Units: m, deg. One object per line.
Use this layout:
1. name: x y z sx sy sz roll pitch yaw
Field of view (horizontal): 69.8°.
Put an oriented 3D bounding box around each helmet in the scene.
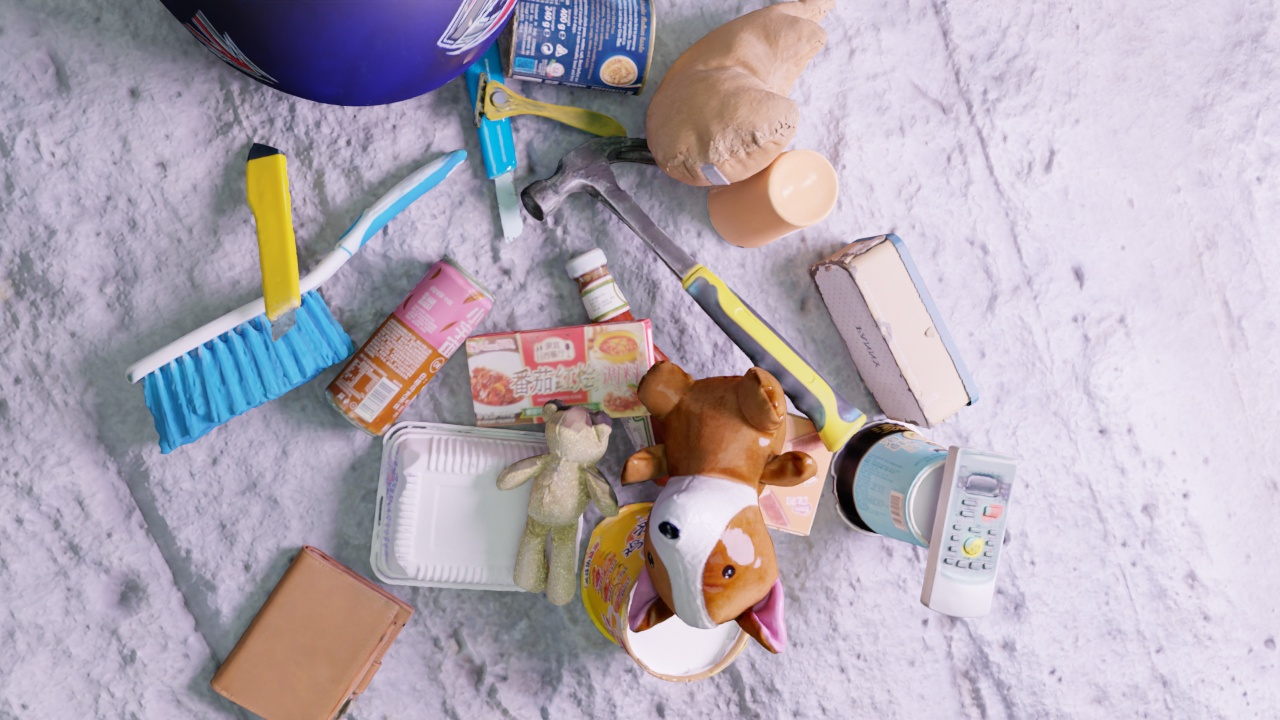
1. helmet: -0.184 -0.328 0.618 0.240 0.248 0.315 19 85 -39

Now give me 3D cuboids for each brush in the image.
1. brush: -0.251 -0.050 0.717 0.314 0.060 0.109 -30 96 -12

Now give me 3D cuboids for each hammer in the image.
1. hammer: 0.057 -0.058 0.743 0.323 0.032 0.126 45 68 6

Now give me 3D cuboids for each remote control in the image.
1. remote control: 0.262 0.137 0.733 0.056 0.019 0.135 10 92 -12

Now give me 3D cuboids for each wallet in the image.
1. wallet: -0.262 0.231 0.741 0.108 0.031 0.131 34 87 -10

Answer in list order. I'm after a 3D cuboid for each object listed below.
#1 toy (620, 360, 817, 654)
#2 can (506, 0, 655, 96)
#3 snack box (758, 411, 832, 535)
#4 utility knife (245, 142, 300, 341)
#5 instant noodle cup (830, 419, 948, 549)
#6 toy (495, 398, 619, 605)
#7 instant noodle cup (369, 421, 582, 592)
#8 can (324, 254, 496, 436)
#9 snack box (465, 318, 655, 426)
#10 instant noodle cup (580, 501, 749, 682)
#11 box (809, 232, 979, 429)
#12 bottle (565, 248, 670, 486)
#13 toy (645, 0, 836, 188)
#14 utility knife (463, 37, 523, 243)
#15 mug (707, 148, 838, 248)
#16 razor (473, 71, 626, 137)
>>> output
1. toy: 0.051 0.102 0.661 0.140 0.130 0.199 3 81 30
2. can: -0.051 -0.257 0.733 0.111 0.075 0.075 4 93 -13
3. snack box: 0.104 0.086 0.781 0.077 0.093 0.094 16 90 -13
4. utility knife: -0.277 -0.092 0.693 0.033 0.015 0.170 -13 71 1
5. instant noodle cup: 0.241 0.113 0.799 0.111 0.120 0.111 -1 94 -13
6. toy: -0.060 0.110 0.707 0.105 0.066 0.157 14 95 28
7. instant noodle cup: -0.129 0.126 0.750 0.173 0.060 0.138 6 92 -12
8. can: -0.182 -0.011 0.729 0.058 0.058 0.147 41 84 -12
9. snack box: -0.063 0.011 0.741 0.153 0.025 0.075 -4 96 14
10. instant noodle cup: 0.025 0.195 0.763 0.138 0.110 0.138 -1 94 -11
11. box: 0.223 -0.019 0.805 0.060 0.090 0.184 -33 102 -10
12. bottle: -0.005 0.005 0.771 0.059 0.060 0.206 -26 93 -10
13. toy: 0.084 -0.233 0.741 0.082 0.144 0.225 56 47 -43
14. utility knife: -0.121 -0.195 0.750 0.034 0.018 0.198 -12 97 -22
15. mug: 0.110 -0.134 0.753 0.078 0.123 0.078 -1 95 -13
16. razor: -0.070 -0.200 0.749 0.132 0.028 0.043 8 87 -25
